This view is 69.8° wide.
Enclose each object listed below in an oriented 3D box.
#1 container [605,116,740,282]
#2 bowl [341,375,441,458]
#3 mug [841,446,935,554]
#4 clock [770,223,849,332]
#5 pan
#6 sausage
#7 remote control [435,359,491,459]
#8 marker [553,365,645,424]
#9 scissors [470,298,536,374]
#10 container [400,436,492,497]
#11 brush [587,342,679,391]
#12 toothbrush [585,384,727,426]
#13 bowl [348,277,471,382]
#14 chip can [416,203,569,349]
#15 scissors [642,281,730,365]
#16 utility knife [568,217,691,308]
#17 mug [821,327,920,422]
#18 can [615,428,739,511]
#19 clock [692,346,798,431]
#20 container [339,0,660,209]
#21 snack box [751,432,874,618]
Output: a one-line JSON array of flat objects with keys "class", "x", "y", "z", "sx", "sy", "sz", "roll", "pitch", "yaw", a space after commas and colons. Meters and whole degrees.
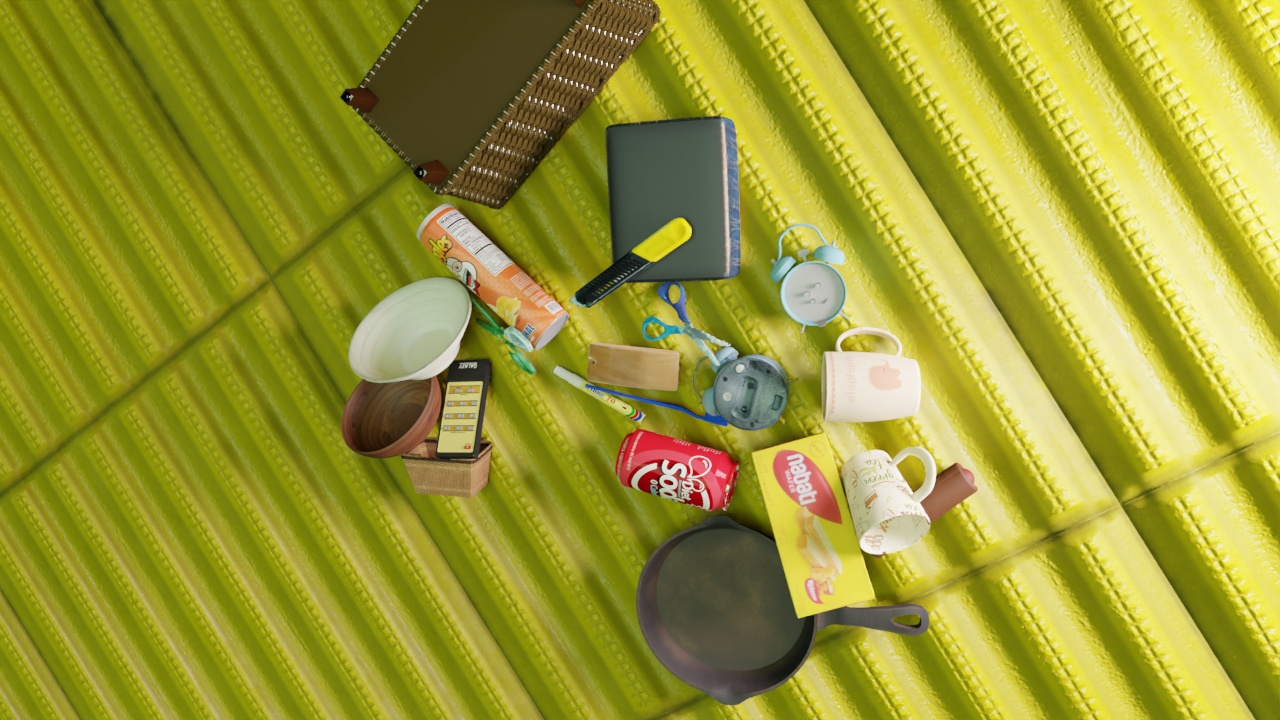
[{"class": "container", "x": 0.039, "y": -0.186, "z": 1.076, "sx": 0.145, "sy": 0.071, "sz": 0.187, "roll": 0, "pitch": 100, "yaw": 17}, {"class": "bowl", "x": -0.318, "y": 0.074, "z": 1.225, "sx": 0.147, "sy": 0.069, "sz": 0.147, "roll": -16, "pitch": 52, "yaw": 21}, {"class": "mug", "x": 0.284, "y": 0.145, "z": 1.037, "sx": 0.081, "sy": 0.097, "sz": 0.122, "roll": 17, "pitch": 130, "yaw": -30}, {"class": "clock", "x": 0.195, "y": -0.098, "z": 1.060, "sx": 0.087, "sy": 0.042, "sz": 0.123, "roll": -16, "pitch": 97, "yaw": 19}, {"class": "pan", "x": 0.172, "y": 0.308, "z": 1.142, "sx": 0.356, "sy": 0.043, "sz": 0.249, "roll": -1, "pitch": 99, "yaw": 16}, {"class": "sausage", "x": 0.323, "y": 0.176, "z": 1.075, "sx": 0.156, "sy": 0.040, "sz": 0.040, "roll": -41, "pitch": 87, "yaw": 20}, {"class": "remote control", "x": -0.232, "y": 0.063, "z": 1.203, "sx": 0.058, "sy": 0.013, "sz": 0.133, "roll": -3, "pitch": 69, "yaw": 17}, {"class": "marker", "x": -0.053, "y": 0.043, "z": 1.178, "sx": 0.132, "sy": 0.014, "sz": 0.014, "roll": 29, "pitch": 107, "yaw": 10}, {"class": "scissors", "x": -0.174, "y": -0.034, "z": 1.170, "sx": 0.012, "sy": 0.120, "sz": 0.128, "roll": -43, "pitch": 97, "yaw": -22}, {"class": "container", "x": -0.258, "y": 0.144, "z": 1.237, "sx": 0.114, "sy": 0.063, "sz": 0.061, "roll": 2, "pitch": 108, "yaw": 17}, {"class": "brush", "x": -0.007, "y": 0.007, "z": 1.144, "sx": 0.117, "sy": 0.039, "sz": 0.049, "roll": 6, "pitch": 101, "yaw": 17}, {"class": "toothbrush", "x": 0.020, "y": 0.052, "z": 1.152, "sx": 0.187, "sy": 0.016, "sz": 0.011, "roll": 15, "pitch": 97, "yaw": 11}, {"class": "bowl", "x": -0.286, "y": -0.025, "z": 1.190, "sx": 0.177, "sy": 0.176, "sz": 0.058, "roll": -11, "pitch": 138, "yaw": 19}, {"class": "chip can", "x": -0.188, "y": -0.107, "z": 1.165, "sx": 0.210, "sy": 0.062, "sz": 0.062, "roll": 43, "pitch": 109, "yaw": 6}, {"class": "scissors", "x": 0.061, "y": -0.048, "z": 1.105, "sx": 0.135, "sy": 0.015, "sz": 0.086, "roll": 25, "pitch": 101, "yaw": 34}, {"class": "utility knife", "x": -0.014, "y": -0.108, "z": 1.058, "sx": 0.171, "sy": 0.020, "sz": 0.029, "roll": -33, "pitch": 89, "yaw": 20}, {"class": "mug", "x": 0.262, "y": 0.016, "z": 1.048, "sx": 0.104, "sy": 0.085, "sz": 0.111, "roll": 1, "pitch": 71, "yaw": 7}, {"class": "can", "x": 0.045, "y": 0.135, "z": 1.133, "sx": 0.142, "sy": 0.074, "sz": 0.074, "roll": 15, "pitch": 104, "yaw": 14}, {"class": "clock", "x": 0.122, "y": 0.033, "z": 1.102, "sx": 0.124, "sy": 0.051, "sz": 0.089, "roll": 16, "pitch": 106, "yaw": 15}, {"class": "container", "x": -0.166, "y": -0.343, "z": 1.039, "sx": 0.176, "sy": 0.204, "sz": 0.322, "roll": 46, "pitch": 109, "yaw": 5}, {"class": "snack box", "x": 0.202, "y": 0.192, "z": 1.081, "sx": 0.092, "sy": 0.042, "sz": 0.200, "roll": -16, "pitch": 81, "yaw": 8}]
